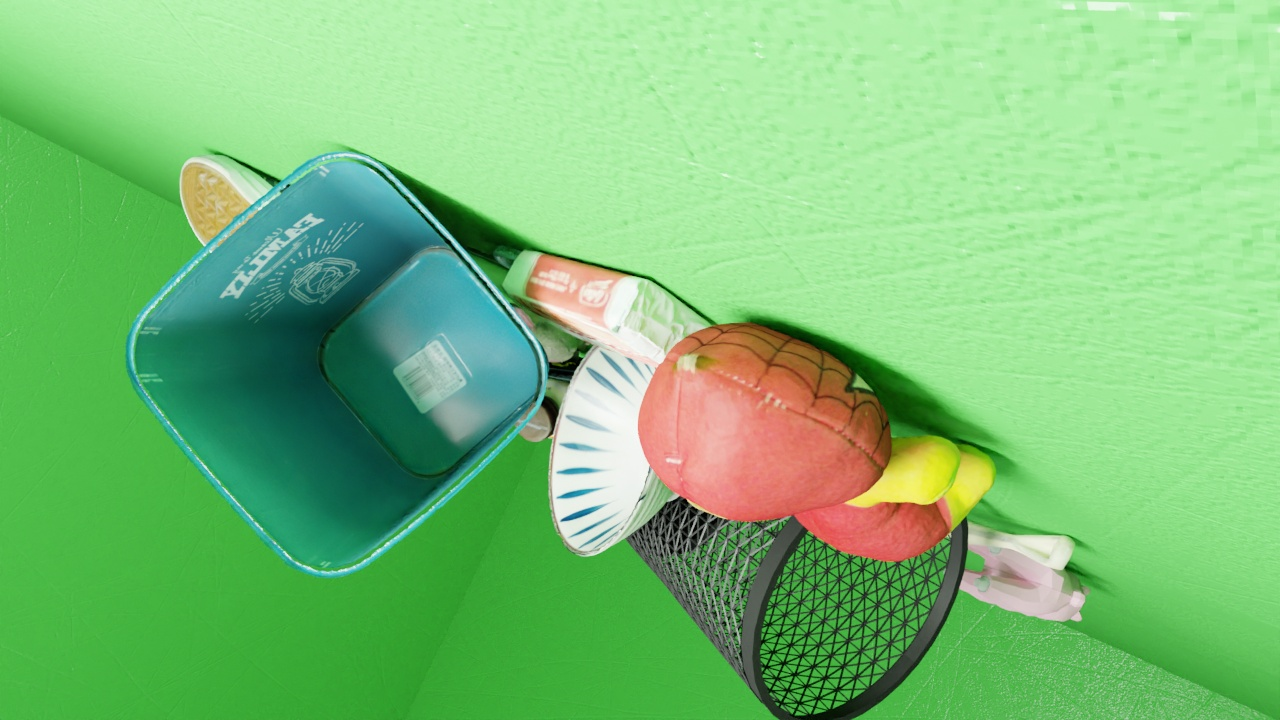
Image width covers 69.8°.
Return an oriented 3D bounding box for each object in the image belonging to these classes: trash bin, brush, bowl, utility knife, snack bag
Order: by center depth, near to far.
[{"bbox_3d":[-0.019,-0.028,0.539,0.116,0.036,0.077,20,171,46],"label":"snack bag"},{"bbox_3d":[-0.168,0.002,0.620,0.199,0.196,0.218,49,-178,1],"label":"trash bin"},{"bbox_3d":[-0.003,0.069,0.720,0.070,0.177,0.177,15,180,-28],"label":"bowl"},{"bbox_3d":[0.103,0.141,0.773,0.216,0.217,0.243,30,179,-37],"label":"trash bin"},{"bbox_3d":[0.290,0.155,0.826,0.077,0.062,0.272,22,171,-11],"label":"brush"},{"bbox_3d":[-0.045,0.014,0.878,0.174,0.020,0.029,8,-163,-37],"label":"utility knife"}]

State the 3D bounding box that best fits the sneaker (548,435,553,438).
[{"bbox_3d":[-0.073,0.064,1.214,0.244,0.111,0.092,24,174,11],"label":"sneaker"}]

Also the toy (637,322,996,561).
[{"bbox_3d":[0.089,0.047,0.491,0.148,0.098,0.216,5,166,46],"label":"toy"}]

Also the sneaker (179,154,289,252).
[{"bbox_3d":[-0.313,-0.117,0.821,0.235,0.088,0.079,27,-153,22],"label":"sneaker"}]

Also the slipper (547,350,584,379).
[{"bbox_3d":[-0.118,-0.016,0.979,0.118,0.060,0.294,17,-175,23],"label":"slipper"}]

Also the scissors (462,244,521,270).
[{"bbox_3d":[-0.078,-0.059,0.638,0.125,0.011,0.127,24,172,21],"label":"scissors"}]

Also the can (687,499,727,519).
[{"bbox_3d":[0.056,0.051,0.613,0.054,0.099,0.059,23,176,-14],"label":"can"}]

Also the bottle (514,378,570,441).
[{"bbox_3d":[-0.067,0.037,0.906,0.056,0.057,0.161,24,-158,17],"label":"bottle"}]

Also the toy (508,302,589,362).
[{"bbox_3d":[-0.090,-0.025,0.838,0.087,0.050,0.112,20,167,46],"label":"toy"}]

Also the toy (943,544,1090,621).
[{"bbox_3d":[0.388,0.221,0.912,0.157,0.067,0.123,22,174,-10],"label":"toy"}]
